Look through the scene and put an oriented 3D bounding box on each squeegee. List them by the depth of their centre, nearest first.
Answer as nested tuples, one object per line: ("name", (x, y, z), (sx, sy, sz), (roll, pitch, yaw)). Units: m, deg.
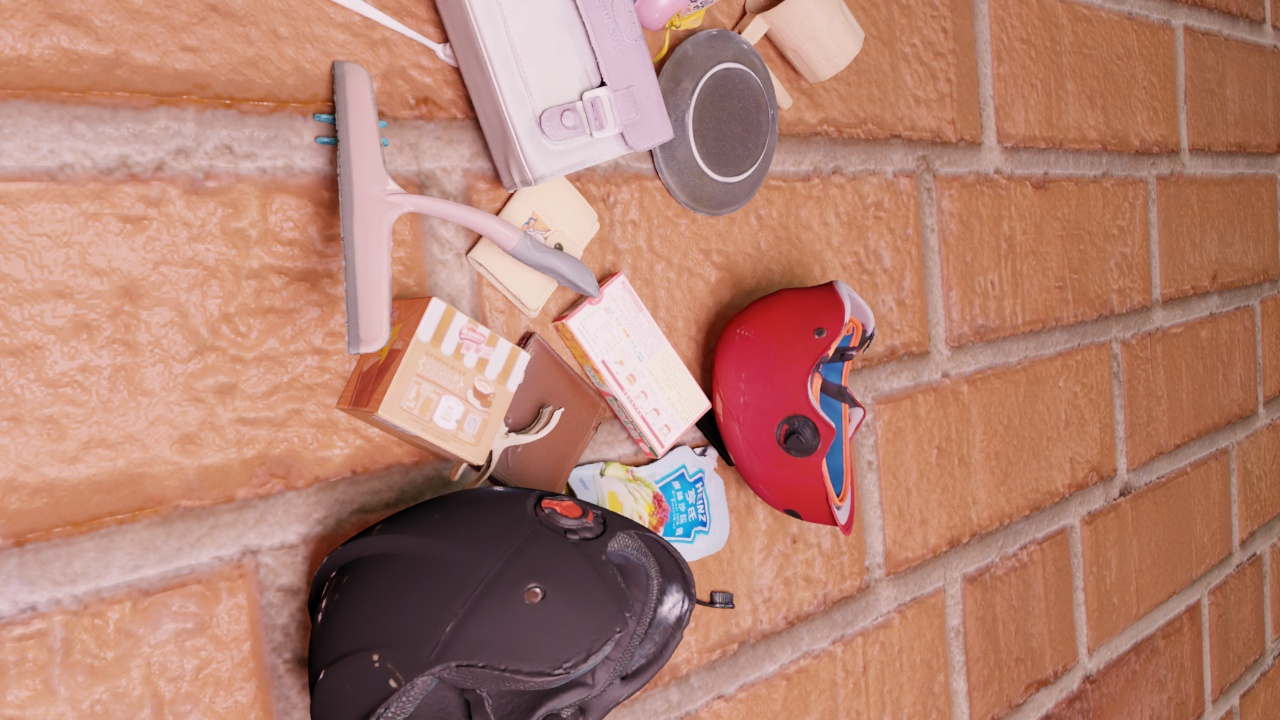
("squeegee", (-0.109, -0.092, 0.696), (0.249, 0.040, 0.247), (19, 49, -46))

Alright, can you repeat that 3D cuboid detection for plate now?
("plate", (0.082, -0.231, 0.897), (0.179, 0.024, 0.179), (-10, 105, -40))

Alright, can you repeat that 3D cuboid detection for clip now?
("clip", (-0.213, -0.169, 0.679), (0.056, 0.014, 0.043), (-4, 93, -38))
("clip", (-0.115, 0.047, 0.721), (0.103, 0.035, 0.093), (-28, 103, -22))

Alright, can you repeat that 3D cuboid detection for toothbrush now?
("toothbrush", (-0.205, -0.263, 0.682), (0.180, 0.016, 0.016), (19, 76, -38))
("toothbrush", (0.026, 0.220, 0.880), (0.189, 0.014, 0.017), (21, 67, -37))

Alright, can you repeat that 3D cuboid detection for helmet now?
("helmet", (-0.097, 0.198, 0.642), (0.273, 0.230, 0.234), (-20, 133, -40))
("helmet", (0.141, 0.042, 0.883), (0.206, 0.144, 0.240), (-10, 102, -68))

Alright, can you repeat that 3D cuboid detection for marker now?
("marker", (0.060, 0.057, 0.901), (0.132, 0.020, 0.022), (50, 36, -28))

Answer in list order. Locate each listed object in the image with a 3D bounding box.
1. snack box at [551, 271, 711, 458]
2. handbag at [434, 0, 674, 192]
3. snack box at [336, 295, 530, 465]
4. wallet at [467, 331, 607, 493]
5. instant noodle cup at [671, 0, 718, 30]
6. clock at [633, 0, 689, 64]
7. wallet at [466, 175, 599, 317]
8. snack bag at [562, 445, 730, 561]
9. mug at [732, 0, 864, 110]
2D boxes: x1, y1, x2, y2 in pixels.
("snack box", (-0.005, 0.005, 0.828), (0.076, 0.027, 0.156), (-43, 109, -26))
("handbag", (-0.065, -0.245, 0.710), (0.144, 0.099, 0.197), (-27, 106, -26))
("snack box", (-0.154, 0.015, 0.688), (0.092, 0.077, 0.094), (33, 70, -34))
("wallet", (-0.089, 0.054, 0.773), (0.101, 0.032, 0.124), (42, 64, -29))
("instant noodle cup", (0.052, -0.387, 0.833), (0.137, 0.110, 0.138), (0, 91, -41))
("clock", (-0.018, -0.327, 0.774), (0.059, 0.117, 0.158), (-29, 107, -48))
("wallet", (-0.085, -0.102, 0.780), (0.087, 0.024, 0.115), (46, 62, -31))
("snack bag", (0.012, 0.141, 0.854), (0.190, 0.039, 0.110), (-5, 83, -40))
("mug", (0.159, -0.337, 0.949), (0.103, 0.084, 0.124), (39, 91, -34))
